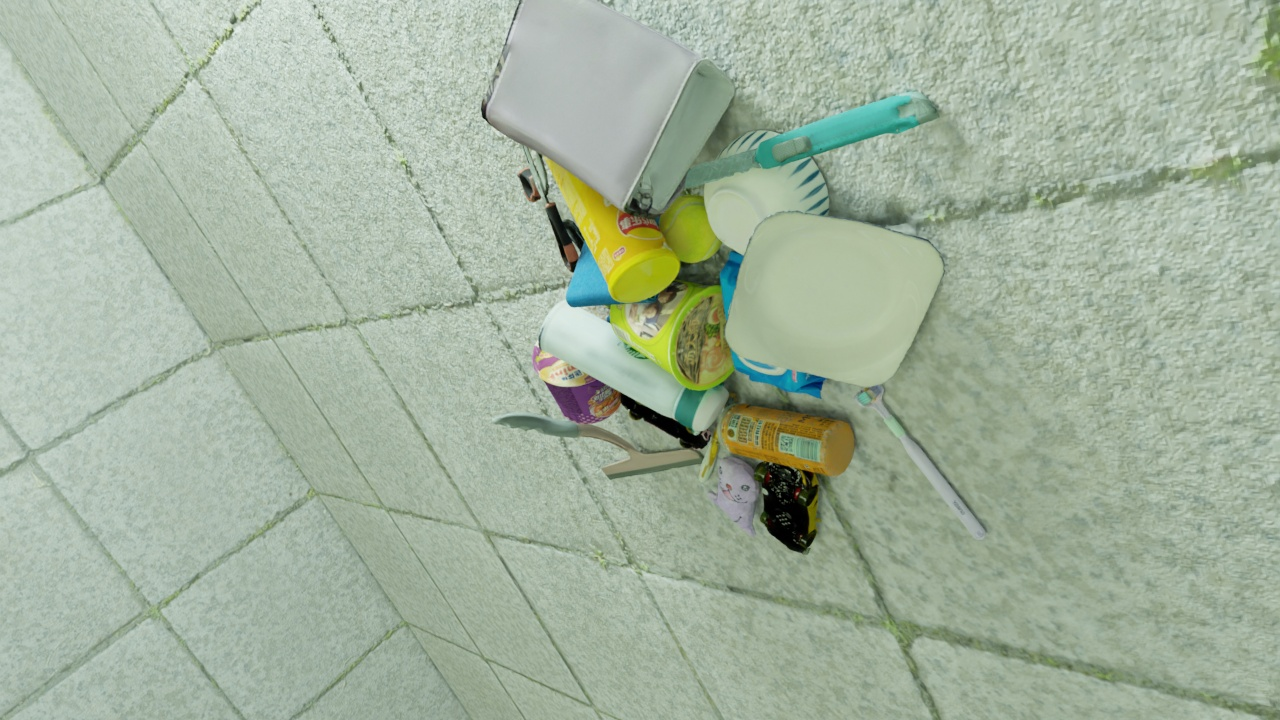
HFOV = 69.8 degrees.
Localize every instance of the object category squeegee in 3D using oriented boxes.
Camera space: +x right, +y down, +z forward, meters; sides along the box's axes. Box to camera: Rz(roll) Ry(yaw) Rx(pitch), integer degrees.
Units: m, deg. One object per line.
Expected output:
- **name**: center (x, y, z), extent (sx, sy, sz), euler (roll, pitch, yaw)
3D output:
- **squeegee**: center (-0.080, 0.100, 1.213), extent (0.249, 0.040, 0.248), euler (20, 159, -28)

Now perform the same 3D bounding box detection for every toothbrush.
- **toothbrush**: center (0.092, 0.100, 1.107), extent (0.016, 0.018, 0.192), euler (13, 141, 1)
- **toothbrush**: center (0.275, 0.100, 0.887), extent (0.189, 0.029, 0.021), euler (51, -172, -4)

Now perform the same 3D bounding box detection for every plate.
- **plate**: center (0.164, -0.057, 0.800), extent (0.164, 0.034, 0.164), euler (13, 130, 0)

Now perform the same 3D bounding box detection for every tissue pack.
- **tissue pack**: center (0.130, -0.029, 0.901), extent (0.095, 0.052, 0.157), euler (20, 136, 39)

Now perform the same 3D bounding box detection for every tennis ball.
- **tennis ball**: center (0.050, -0.128, 0.888), extent (0.065, 0.065, 0.066), euler (31, 143, 27)

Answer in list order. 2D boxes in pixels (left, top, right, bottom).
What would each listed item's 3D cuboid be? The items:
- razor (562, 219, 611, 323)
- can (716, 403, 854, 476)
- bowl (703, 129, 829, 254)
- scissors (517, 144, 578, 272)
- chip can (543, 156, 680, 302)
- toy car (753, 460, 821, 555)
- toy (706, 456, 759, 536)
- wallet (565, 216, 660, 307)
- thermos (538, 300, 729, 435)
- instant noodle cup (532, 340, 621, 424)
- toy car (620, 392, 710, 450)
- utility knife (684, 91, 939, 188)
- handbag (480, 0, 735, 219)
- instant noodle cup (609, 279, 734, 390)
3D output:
- **razor**: center (-0.050, -0.104, 1.072), extent (0.043, 0.022, 0.143), euler (-16, 112, 45)
- **can**: center (0.153, 0.082, 0.979), extent (0.146, 0.058, 0.058), euler (9, 129, 46)
- **bowl**: center (0.101, -0.137, 0.815), extent (0.116, 0.066, 0.117), euler (31, 142, 27)
- **scissors**: center (-0.105, -0.178, 0.994), extent (0.189, 0.015, 0.227), euler (64, 172, -15)
- **chip can**: center (-0.038, -0.159, 0.888), extent (0.213, 0.072, 0.072), euler (63, 153, 24)
- **toy car**: center (0.171, 0.163, 1.053), extent (0.071, 0.041, 0.156), euler (27, 145, 32)
- **toy**: center (0.116, 0.158, 1.118), extent (0.084, 0.038, 0.108), euler (38, 147, 30)
- **wallet**: center (-0.019, -0.107, 0.969), extent (0.040, 0.106, 0.133), euler (31, 161, -38)
- **thermos**: center (-0.006, 0.006, 1.046), extent (0.224, 0.073, 0.073), euler (28, 142, 17)
- **instant noodle cup**: center (-0.070, 0.020, 1.153), extent (0.112, 0.111, 0.099), euler (26, 150, 33)
- **toy car**: center (0.031, 0.065, 1.109), extent (0.122, 0.037, 0.056), euler (30, 154, 6)
- **utility knife**: center (0.128, -0.173, 0.740), extent (0.223, 0.013, 0.029), euler (-11, 93, 35)
- **handbag**: center (-0.035, -0.232, 0.819), extent (0.197, 0.098, 0.145), euler (36, 101, 24)
- **instant noodle cup**: center (0.034, -0.041, 0.967), extent (0.123, 0.111, 0.112), euler (27, 142, 46)
